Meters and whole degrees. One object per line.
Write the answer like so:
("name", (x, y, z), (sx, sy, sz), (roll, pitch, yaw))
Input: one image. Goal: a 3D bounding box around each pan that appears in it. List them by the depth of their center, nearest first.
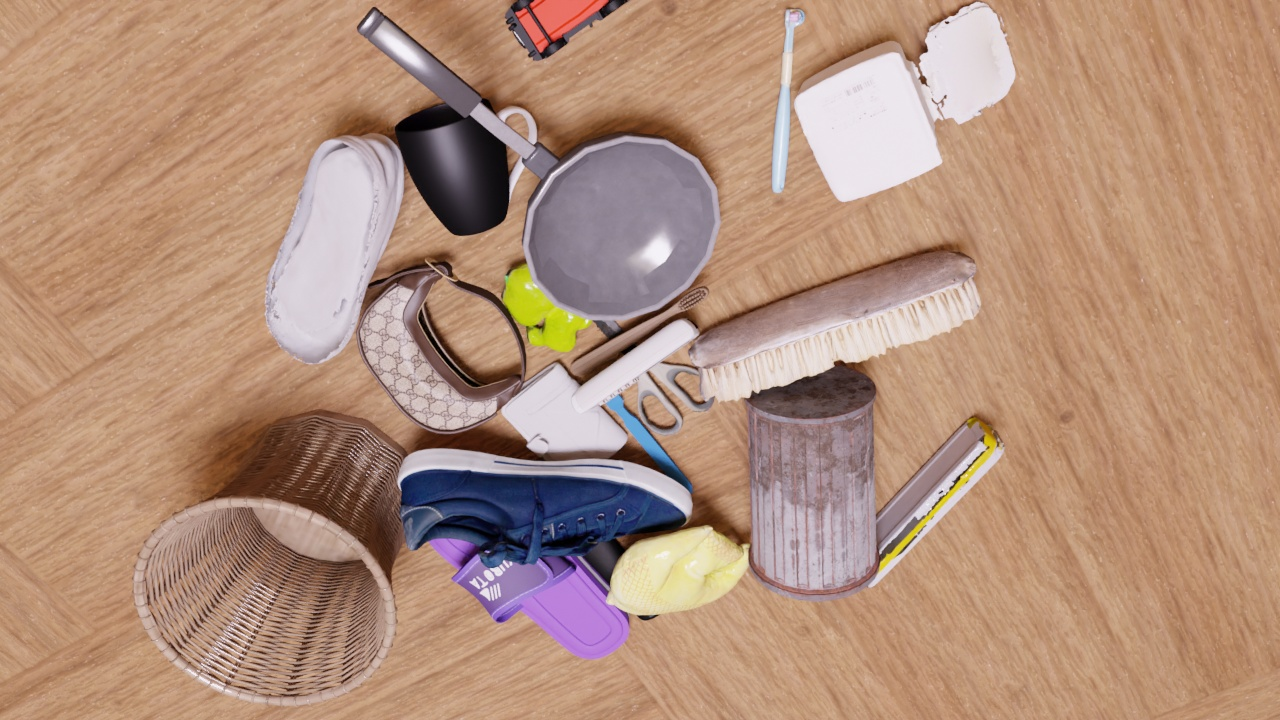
("pan", (-0.078, -0.161, 0.754), (0.179, 0.041, 0.357), (-44, 128, 14))

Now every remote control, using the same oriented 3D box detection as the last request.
("remote control", (-0.005, 0.005, 0.865), (0.138, 0.060, 0.025), (-35, 88, 8))
("remote control", (-0.025, 0.231, 1.003), (0.041, 0.020, 0.152), (-34, 112, 13))

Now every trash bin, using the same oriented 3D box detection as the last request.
("trash bin", (0.167, 0.123, 0.893), (0.131, 0.130, 0.211), (-5, 113, 3))

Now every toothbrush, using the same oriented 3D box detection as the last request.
("toothbrush", (0.126, -0.222, 0.795), (0.022, 0.016, 0.155), (-16, 120, -34))
("toothbrush", (-0.004, -0.026, 0.867), (0.167, 0.016, 0.016), (-30, 104, 28))
("toothbrush", (0.005, 0.079, 0.940), (0.016, 0.014, 0.166), (-32, 115, 14))

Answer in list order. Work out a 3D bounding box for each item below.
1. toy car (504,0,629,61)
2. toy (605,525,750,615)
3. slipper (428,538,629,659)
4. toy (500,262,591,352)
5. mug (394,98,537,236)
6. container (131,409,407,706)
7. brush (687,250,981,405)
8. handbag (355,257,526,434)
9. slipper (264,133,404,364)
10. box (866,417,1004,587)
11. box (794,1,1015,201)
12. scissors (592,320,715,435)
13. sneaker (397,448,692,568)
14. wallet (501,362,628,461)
("toy car", (-0.060, -0.290, 0.747), (0.100, 0.048, 0.051), (-31, 110, 13))
("toy", (0.035, 0.223, 0.955), (0.155, 0.064, 0.170), (-35, 143, 19))
("slipper", (-0.118, 0.241, 0.973), (0.107, 0.084, 0.266), (-40, 109, 17))
("toy", (-0.089, -0.053, 0.865), (0.093, 0.036, 0.094), (26, 119, -16))
("mug", (-0.140, -0.170, 0.794), (0.118, 0.085, 0.100), (-27, 122, -20))
("container", (-0.327, 0.177, 0.884), (0.227, 0.195, 0.227), (0, 115, 0))
("brush", (0.176, -0.032, 0.846), (0.271, 0.083, 0.057), (-20, 115, 8))
("handbag", (-0.184, -0.017, 0.867), (0.138, 0.063, 0.166), (-29, 106, 13))
("slipper", (-0.276, -0.097, 0.821), (0.112, 0.074, 0.247), (41, 124, 15))
("box", (0.287, 0.146, 0.939), (0.033, 0.064, 0.210), (34, 110, -4))
("box", (0.227, -0.218, 0.765), (0.190, 0.083, 0.110), (-26, 114, 10))
("scissors", (0.011, -0.002, 0.902), (0.132, 0.012, 0.170), (-10, 110, 5))
("sneaker", (-0.086, 0.161, 0.886), (0.294, 0.127, 0.121), (6, 144, -16))
("wallet", (-0.078, 0.064, 0.921), (0.086, 0.032, 0.116), (-40, 109, 15))
